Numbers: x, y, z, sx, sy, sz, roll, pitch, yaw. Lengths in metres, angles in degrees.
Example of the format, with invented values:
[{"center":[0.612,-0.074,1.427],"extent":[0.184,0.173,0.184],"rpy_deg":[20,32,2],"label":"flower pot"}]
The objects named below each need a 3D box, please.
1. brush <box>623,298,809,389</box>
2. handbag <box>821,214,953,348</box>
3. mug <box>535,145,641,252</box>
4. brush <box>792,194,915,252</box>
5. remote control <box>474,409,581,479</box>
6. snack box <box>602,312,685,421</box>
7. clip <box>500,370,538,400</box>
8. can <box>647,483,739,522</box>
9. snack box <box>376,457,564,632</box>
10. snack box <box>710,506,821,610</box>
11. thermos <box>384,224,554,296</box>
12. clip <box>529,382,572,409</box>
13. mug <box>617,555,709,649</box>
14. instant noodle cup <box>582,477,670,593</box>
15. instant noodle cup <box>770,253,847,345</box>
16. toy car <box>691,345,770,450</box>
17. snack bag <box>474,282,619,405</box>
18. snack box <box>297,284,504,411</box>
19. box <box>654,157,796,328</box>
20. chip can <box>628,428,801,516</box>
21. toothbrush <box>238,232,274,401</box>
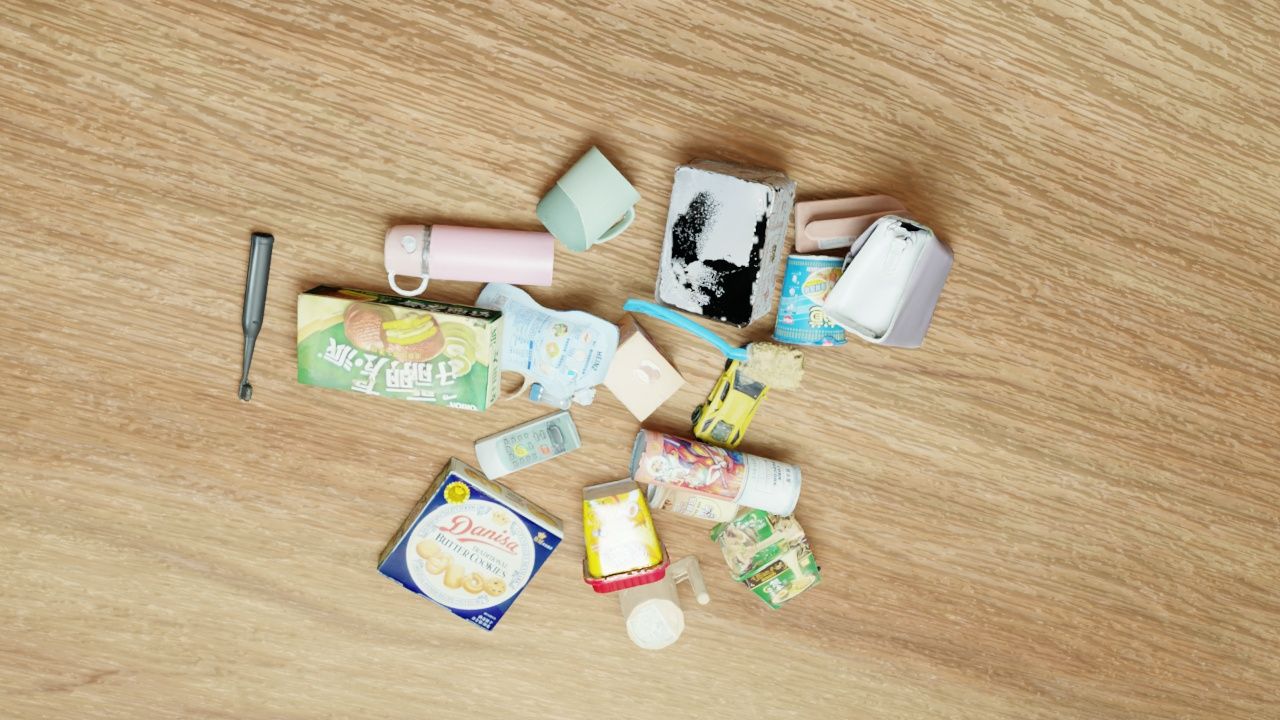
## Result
[{"center":[0.098,-0.025,1.147],"extent":[0.254,0.083,0.045],"rpy_deg":[23,68,-11],"label":"brush"},{"center":[0.309,-0.095,1.114],"extent":[0.098,0.196,0.145],"rpy_deg":[35,105,24],"label":"handbag"},{"center":[-0.057,-0.183,1.104],"extent":[0.106,0.082,0.111],"rpy_deg":[-44,139,7],"label":"mug"},{"center":[0.265,-0.173,1.147],"extent":[0.145,0.073,0.063],"rpy_deg":[-7,108,-7],"label":"brush"},{"center":[-0.149,0.111,1.212],"extent":[0.135,0.019,0.056],"rpy_deg":[-20,109,-1],"label":"remote control"},{"center":[-0.007,0.007,1.157],"extent":[0.077,0.094,0.093],"rpy_deg":[-41,108,6],"label":"snack box"},{"center":[-0.129,0.026,1.173],"extent":[0.103,0.034,0.076],"rpy_deg":[-30,93,4],"label":"clip"},{"center":[0.072,0.182,1.243],"extent":[0.116,0.058,0.058],"rpy_deg":[13,105,-11],"label":"can"},{"center":[-0.228,0.250,1.234],"extent":[0.178,0.045,0.183],"rpy_deg":[34,101,-17],"label":"snack box"},{"center":[0.181,0.273,1.265],"extent":[0.117,0.118,0.105],"rpy_deg":[-32,119,3],"label":"snack box"},{"center":[-0.204,-0.118,1.102],"extent":[0.198,0.067,0.087],"rpy_deg":[2,83,-10],"label":"thermos"},{"center":[-0.116,0.047,1.199],"extent":[0.056,0.027,0.024],"rpy_deg":[16,103,-2],"label":"clip"},{"center":[0.032,0.325,1.260],"extent":[0.124,0.103,0.084],"rpy_deg":[-26,109,2],"label":"mug"},{"center":[-0.029,0.229,1.224],"extent":[0.116,0.116,0.124],"rpy_deg":[-12,97,-3],"label":"instant noodle cup"},{"center":[0.219,-0.079,1.165],"extent":[0.099,0.099,0.110],"rpy_deg":[2,99,-8],"label":"instant noodle cup"},{"center":[0.125,0.052,1.218],"extent":[0.071,0.041,0.156],"rpy_deg":[26,101,-15],"label":"toy car"},{"center":[-0.121,-0.021,1.115],"extent":[0.191,0.038,0.110],"rpy_deg":[22,93,19],"label":"snack bag"},{"center":[-0.288,-0.017,1.102],"extent":[0.240,0.063,0.114],"rpy_deg":[9,107,5],"label":"snack box"},{"center":[0.109,-0.149,1.131],"extent":[0.148,0.157,0.182],"rpy_deg":[19,112,24],"label":"box"},{"center":[0.096,0.145,1.193],"extent":[0.214,0.071,0.071],"rpy_deg":[14,105,-10],"label":"chip can"},{"center":[-0.471,-0.049,1.115],"extent":[0.027,0.026,0.213],"rpy_deg":[21,108,26],"label":"toothbrush"}]
